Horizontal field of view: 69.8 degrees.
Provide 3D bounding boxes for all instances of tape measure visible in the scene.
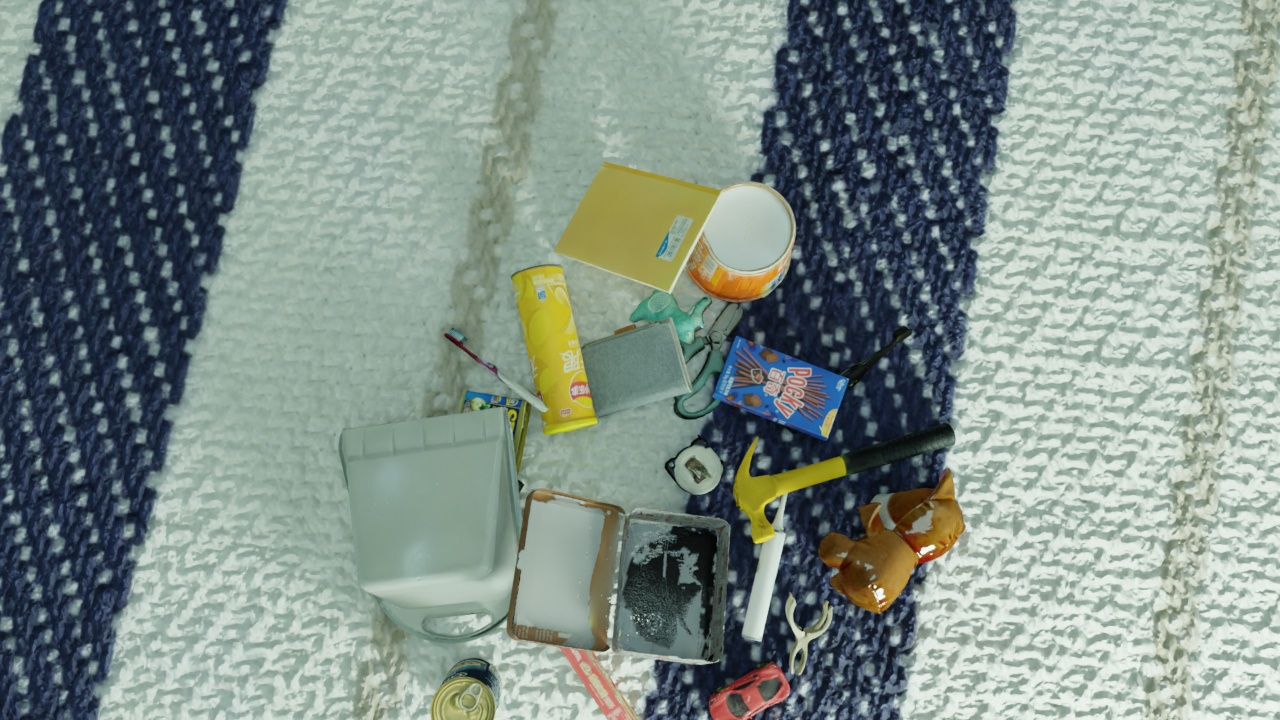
[{"bbox_3d":[0.073,0.141,1.191,0.065,0.033,0.066,-40,86,-4],"label":"tape measure"}]

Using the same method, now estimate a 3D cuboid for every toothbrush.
[{"bbox_3d":[0.276,0.022,1.214,0.212,0.026,0.027,-38,43,-6],"label":"toothbrush"},{"bbox_3d":[-0.185,0.011,1.178,0.187,0.016,0.017,35,72,24],"label":"toothbrush"},{"bbox_3d":[0.168,0.248,1.181,0.026,0.027,0.220,17,78,-8],"label":"toothbrush"}]

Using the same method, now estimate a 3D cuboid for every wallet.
[{"bbox_3d":[-0.007,0.007,1.192,0.130,0.037,0.106,-17,83,16],"label":"wallet"}]

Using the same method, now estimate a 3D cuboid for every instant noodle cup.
[{"bbox_3d":[0.131,-0.158,1.186,0.151,0.111,0.151,0,83,-1],"label":"instant noodle cup"}]

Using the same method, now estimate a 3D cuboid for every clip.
[{"bbox_3d":[0.200,0.341,1.173,0.096,0.035,0.101,39,92,-2],"label":"clip"}]

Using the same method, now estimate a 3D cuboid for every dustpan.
[{"bbox_3d":[-0.251,0.216,1.155,0.223,0.143,0.257,-8,65,6],"label":"dustpan"}]

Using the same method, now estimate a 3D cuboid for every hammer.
[{"bbox_3d":[0.263,0.135,1.187,0.300,0.033,0.128,-15,70,-7],"label":"hammer"}]

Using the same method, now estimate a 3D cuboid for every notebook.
[{"bbox_3d":[-0.007,-0.176,1.175,0.206,0.010,0.145,22,81,38],"label":"notebook"}]

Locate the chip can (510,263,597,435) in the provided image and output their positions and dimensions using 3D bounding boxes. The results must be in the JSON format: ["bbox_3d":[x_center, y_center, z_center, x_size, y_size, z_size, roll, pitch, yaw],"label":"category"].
[{"bbox_3d":[-0.111,-0.014,1.184,0.072,0.072,0.213,-12,83,-3],"label":"chip can"}]

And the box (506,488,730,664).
[{"bbox_3d":[-0.026,0.263,1.111,0.261,0.103,0.178,8,69,-7],"label":"box"}]

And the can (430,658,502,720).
[{"bbox_3d":[-0.209,0.410,1.114,0.075,0.111,0.075,0,84,-4],"label":"can"}]

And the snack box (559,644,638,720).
[{"bbox_3d":[-0.054,0.396,1.138,0.025,0.075,0.153,-34,85,-7],"label":"snack box"}]

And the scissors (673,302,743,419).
[{"bbox_3d":[0.097,0.007,1.213,0.185,0.019,0.129,-35,86,-3],"label":"scissors"}]

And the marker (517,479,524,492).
[{"bbox_3d":[-0.192,0.211,1.183,0.022,0.020,0.132,28,84,24],"label":"marker"}]

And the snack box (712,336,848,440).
[{"bbox_3d":[0.181,0.036,1.185,0.157,0.026,0.084,21,77,6],"label":"snack box"}]

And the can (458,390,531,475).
[{"bbox_3d":[-0.191,0.093,1.177,0.083,0.057,0.102,9,84,1],"label":"can"}]

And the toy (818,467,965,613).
[{"bbox_3d":[0.323,0.223,1.156,0.199,0.140,0.130,-33,44,-6],"label":"toy"}]

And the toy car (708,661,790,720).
[{"bbox_3d":[0.137,0.426,1.163,0.106,0.031,0.049,-28,84,-2],"label":"toy car"}]

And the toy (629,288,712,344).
[{"bbox_3d":[0.047,-0.061,1.210,0.092,0.030,0.096,39,71,15],"label":"toy"}]
